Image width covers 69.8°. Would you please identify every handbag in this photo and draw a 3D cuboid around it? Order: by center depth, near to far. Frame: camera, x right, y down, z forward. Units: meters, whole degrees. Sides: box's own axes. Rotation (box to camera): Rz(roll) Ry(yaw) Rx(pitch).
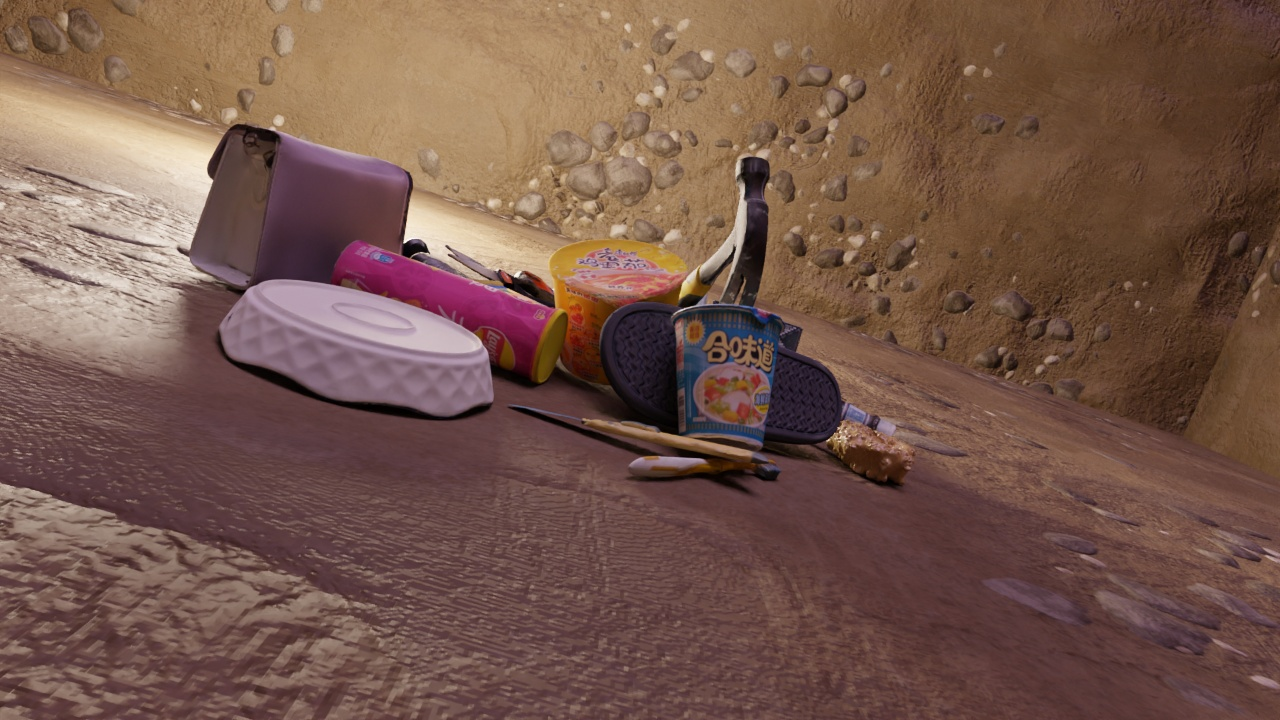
[{"bbox_3d":[-0.318,-0.139,0.888,0.098,0.145,0.196,25,11,21],"label":"handbag"}]

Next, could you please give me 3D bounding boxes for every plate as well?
[{"bbox_3d":[-0.208,-0.015,0.696,0.205,0.045,0.204,18,10,-4],"label":"plate"}]

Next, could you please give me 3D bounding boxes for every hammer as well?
[{"bbox_3d":[0.058,-0.077,0.928,0.032,0.126,0.324,8,-17,-14],"label":"hammer"}]

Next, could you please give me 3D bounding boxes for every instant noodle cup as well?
[{"bbox_3d":[0.070,0.019,0.772,0.099,0.109,0.099,6,-15,1],"label":"instant noodle cup"},{"bbox_3d":[-0.026,-0.047,0.927,0.138,0.110,0.137,4,29,-2],"label":"instant noodle cup"}]

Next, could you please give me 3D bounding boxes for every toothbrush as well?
[{"bbox_3d":[0.056,0.085,0.714,0.191,0.016,0.018,8,23,-49],"label":"toothbrush"}]

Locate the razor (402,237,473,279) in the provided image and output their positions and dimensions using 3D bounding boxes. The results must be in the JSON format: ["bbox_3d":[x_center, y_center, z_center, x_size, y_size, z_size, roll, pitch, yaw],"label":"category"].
[{"bbox_3d":[-0.214,-0.084,1.061,0.167,0.062,0.067,28,2,19],"label":"razor"}]

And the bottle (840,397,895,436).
[{"bbox_3d":[0.197,0.052,1.063,0.195,0.044,0.079,24,25,12],"label":"bottle"}]

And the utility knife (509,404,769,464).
[{"bbox_3d":[-0.003,0.058,0.725,0.211,0.022,0.031,7,-3,6],"label":"utility knife"}]

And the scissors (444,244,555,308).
[{"bbox_3d":[-0.139,-0.076,1.029,0.142,0.022,0.234,55,14,5],"label":"scissors"}]

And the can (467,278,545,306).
[{"bbox_3d":[-0.141,-0.042,0.937,0.083,0.057,0.102,25,12,22],"label":"can"}]

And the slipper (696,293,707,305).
[{"bbox_3d":[0.031,-0.040,1.180,0.104,0.074,0.244,13,26,6],"label":"slipper"}]

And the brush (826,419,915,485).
[{"bbox_3d":[0.176,0.070,0.973,0.255,0.046,0.083,21,13,38],"label":"brush"}]

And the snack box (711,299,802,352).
[{"bbox_3d":[0.138,-0.022,1.145,0.113,0.053,0.126,18,-17,9],"label":"snack box"}]

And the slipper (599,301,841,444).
[{"bbox_3d":[0.070,0.026,0.878,0.267,0.110,0.083,15,-19,-26],"label":"slipper"}]

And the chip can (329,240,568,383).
[{"bbox_3d":[-0.177,-0.046,0.847,0.210,0.071,0.071,20,10,8],"label":"chip can"}]
